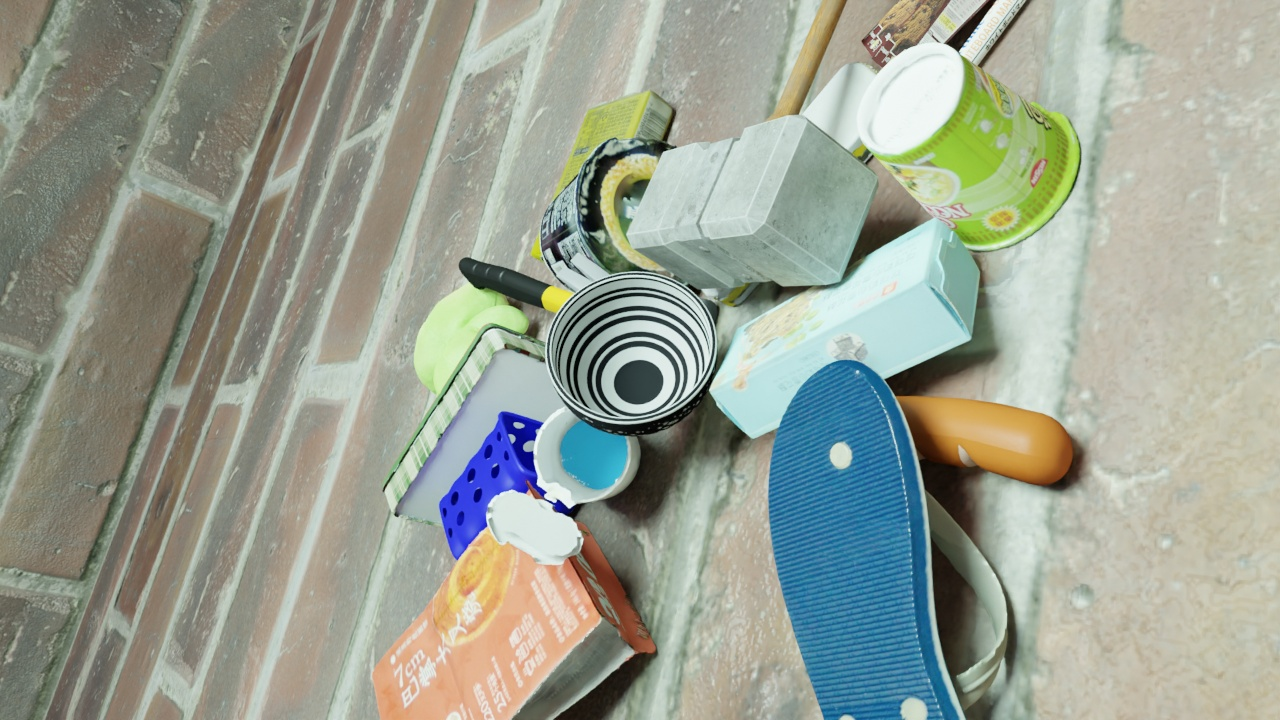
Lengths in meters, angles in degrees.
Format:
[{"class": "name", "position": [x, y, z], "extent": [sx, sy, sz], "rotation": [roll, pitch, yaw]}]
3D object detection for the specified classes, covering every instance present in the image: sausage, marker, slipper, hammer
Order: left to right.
[{"class": "hammer", "position": [-0.086, -0.058, 0.835], "extent": [0.029, 0.127, 0.324], "rotation": [-48, 36, -16]}, {"class": "hammer", "position": [0.118, -0.208, 0.651], "extent": [0.163, 0.083, 0.317], "rotation": [6, 70, 61]}, {"class": "slipper", "position": [0.140, 0.145, 0.506], "extent": [0.118, 0.060, 0.294], "rotation": [-33, 60, 44]}, {"class": "sausage", "position": [0.169, 0.043, 0.537], "extent": [0.165, 0.039, 0.044], "rotation": [0, 89, 52]}, {"class": "marker", "position": [0.217, -0.196, 0.631], "extent": [0.146, 0.017, 0.017], "rotation": [-55, 37, 15]}]

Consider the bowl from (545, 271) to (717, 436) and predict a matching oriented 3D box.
[{"class": "bowl", "position": [-0.004, 0.004, 0.664], "extent": [0.120, 0.066, 0.120], "rotation": [-3, 62, 5]}]

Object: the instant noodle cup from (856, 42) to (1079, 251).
[{"class": "instant noodle cup", "position": [0.190, -0.131, 0.552], "extent": [0.099, 0.108, 0.098], "rotation": [-29, 50, 41]}]

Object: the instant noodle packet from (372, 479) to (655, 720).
[{"class": "instant noodle packet", "position": [-0.120, 0.226, 0.712], "extent": [0.221, 0.084, 0.164], "rotation": [-42, 39, 1]}]

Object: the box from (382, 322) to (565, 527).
[{"class": "box", "position": [-0.146, 0.068, 0.864], "extent": [0.206, 0.117, 0.051], "rotation": [-57, 38, 15]}]

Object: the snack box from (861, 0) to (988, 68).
[{"class": "snack box", "position": [0.220, -0.261, 0.638], "extent": [0.141, 0.031, 0.050], "rotation": [-45, 20, 27]}]

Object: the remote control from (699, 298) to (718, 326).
[{"class": "remote control", "position": [0.011, -0.033, 0.804], "extent": [0.147, 0.015, 0.033], "rotation": [-2, 69, 52]}]

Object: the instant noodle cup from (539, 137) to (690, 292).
[{"class": "instant noodle cup", "position": [-0.020, -0.115, 0.799], "extent": [0.112, 0.137, 0.137], "rotation": [-11, 62, 58]}]

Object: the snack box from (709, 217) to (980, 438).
[{"class": "snack box", "position": [0.129, -0.017, 0.591], "extent": [0.175, 0.053, 0.074], "rotation": [-31, 20, 40]}]

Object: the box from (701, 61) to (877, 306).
[{"class": "box", "position": [0.115, -0.134, 0.711], "extent": [0.210, 0.037, 0.064], "rotation": [-49, 41, 22]}]

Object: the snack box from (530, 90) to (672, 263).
[{"class": "snack box", "position": [-0.037, -0.180, 0.928], "extent": [0.121, 0.045, 0.180], "rotation": [4, 71, 55]}]

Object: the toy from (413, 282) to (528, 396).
[{"class": "toy", "position": [-0.181, -0.008, 0.969], "extent": [0.197, 0.107, 0.150], "rotation": [39, 104, 45]}]

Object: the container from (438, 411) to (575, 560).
[{"class": "container", "position": [-0.114, 0.120, 0.819], "extent": [0.114, 0.084, 0.085], "rotation": [-53, 39, 20]}]

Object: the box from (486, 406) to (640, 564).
[{"class": "box", "position": [-0.053, 0.092, 0.699], "extent": [0.126, 0.084, 0.156], "rotation": [-53, -7, -5]}]
